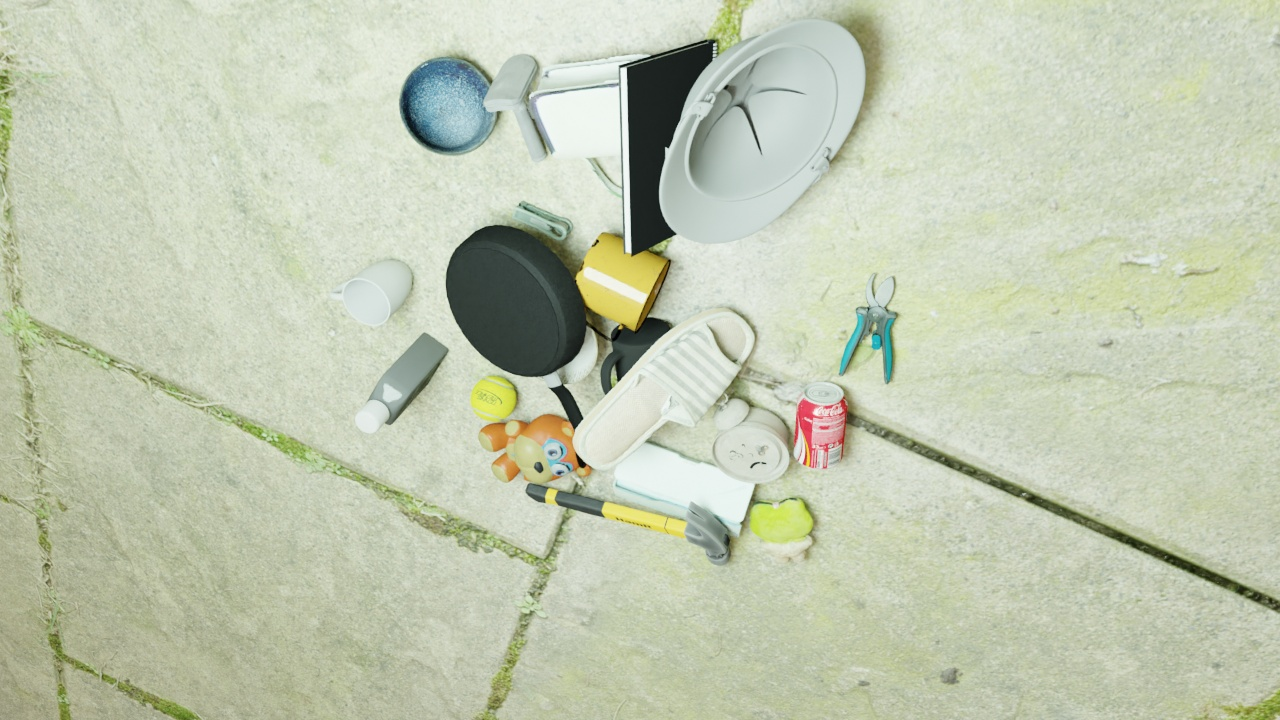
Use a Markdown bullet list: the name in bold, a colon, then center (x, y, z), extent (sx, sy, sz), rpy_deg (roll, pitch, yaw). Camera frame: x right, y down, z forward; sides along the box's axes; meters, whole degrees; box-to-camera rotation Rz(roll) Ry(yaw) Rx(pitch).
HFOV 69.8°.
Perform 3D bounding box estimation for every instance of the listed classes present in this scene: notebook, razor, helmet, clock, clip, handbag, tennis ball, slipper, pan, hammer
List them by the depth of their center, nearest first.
- **helmet**: center (0.112, -0.263, 0.987), extent (0.183, 0.117, 0.272), rpy_deg (16, 128, -30)
- **notebook**: center (0.033, -0.234, 1.012), extent (0.016, 0.148, 0.207), rpy_deg (24, 130, 35)
- **handbag**: center (-0.031, -0.265, 1.069), extent (0.151, 0.073, 0.176), rpy_deg (0, 139, 20)
- **razor**: center (-0.138, -0.286, 1.088), extent (0.047, 0.088, 0.116), rpy_deg (0, 140, 19)
- **slipper**: center (0.031, 0.041, 1.160), extent (0.272, 0.054, 0.114), rpy_deg (-39, 119, 2)
- **clip**: center (-0.124, -0.178, 1.169), extent (0.076, 0.042, 0.023), rpy_deg (25, 127, 4)
- **pan**: center (-0.133, -0.003, 1.181), extent (0.205, 0.043, 0.356), rpy_deg (-8, 114, 40)
- **clock**: center (0.140, 0.094, 1.229), extent (0.104, 0.061, 0.157), rpy_deg (-21, 120, 30)
- **tennis ball**: center (-0.212, 0.055, 1.320), extent (0.065, 0.065, 0.065), rpy_deg (9, 123, 14)
- **hammer**: center (-0.025, 0.227, 1.358), extent (0.325, 0.034, 0.170), rpy_deg (10, 152, 21)

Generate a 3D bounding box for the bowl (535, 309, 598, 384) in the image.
- **bowl**: center (-0.110, -0.043, 1.220), extent (0.145, 0.063, 0.145), rpy_deg (14, 126, 20)

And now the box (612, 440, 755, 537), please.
- **box**: center (0.060, 0.187, 1.328), extent (0.197, 0.074, 0.126), rpy_deg (19, 144, 10)

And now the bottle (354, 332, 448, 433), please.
- **bottle**: center (-0.341, 0.040, 1.289), extent (0.046, 0.173, 0.084), rpy_deg (36, 125, -5)

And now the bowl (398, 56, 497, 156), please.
- **bowl**: center (-0.233, -0.300, 1.101), extent (0.114, 0.061, 0.114), rpy_deg (-2, 97, -18)

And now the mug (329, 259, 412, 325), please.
- **mug**: center (-0.370, -0.101, 1.262), extent (0.107, 0.089, 0.071), rpy_deg (3, 121, 17)

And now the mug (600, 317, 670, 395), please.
- **mug**: center (-0.007, 0.007, 1.193), extent (0.078, 0.113, 0.088), rpy_deg (20, 130, 39)

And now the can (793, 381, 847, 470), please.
- **can**: center (0.233, 0.085, 1.188), extent (0.064, 0.064, 0.105), rpy_deg (7, 123, 15)

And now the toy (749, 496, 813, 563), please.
- **toy**: center (0.205, 0.245, 1.311), extent (0.092, 0.043, 0.118), rpy_deg (-10, 120, 21)

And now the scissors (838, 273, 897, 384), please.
- **scissors**: center (0.283, -0.030, 1.128), extent (0.125, 0.019, 0.156), rpy_deg (-29, 106, 29)

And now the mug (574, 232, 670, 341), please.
- **mug**: center (-0.031, -0.088, 1.139), extent (0.094, 0.100, 0.123), rpy_deg (26, 83, 4)

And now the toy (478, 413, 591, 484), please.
- **toy**: center (-0.144, 0.128, 1.334), extent (0.176, 0.096, 0.112), rpy_deg (-11, 120, 12)
